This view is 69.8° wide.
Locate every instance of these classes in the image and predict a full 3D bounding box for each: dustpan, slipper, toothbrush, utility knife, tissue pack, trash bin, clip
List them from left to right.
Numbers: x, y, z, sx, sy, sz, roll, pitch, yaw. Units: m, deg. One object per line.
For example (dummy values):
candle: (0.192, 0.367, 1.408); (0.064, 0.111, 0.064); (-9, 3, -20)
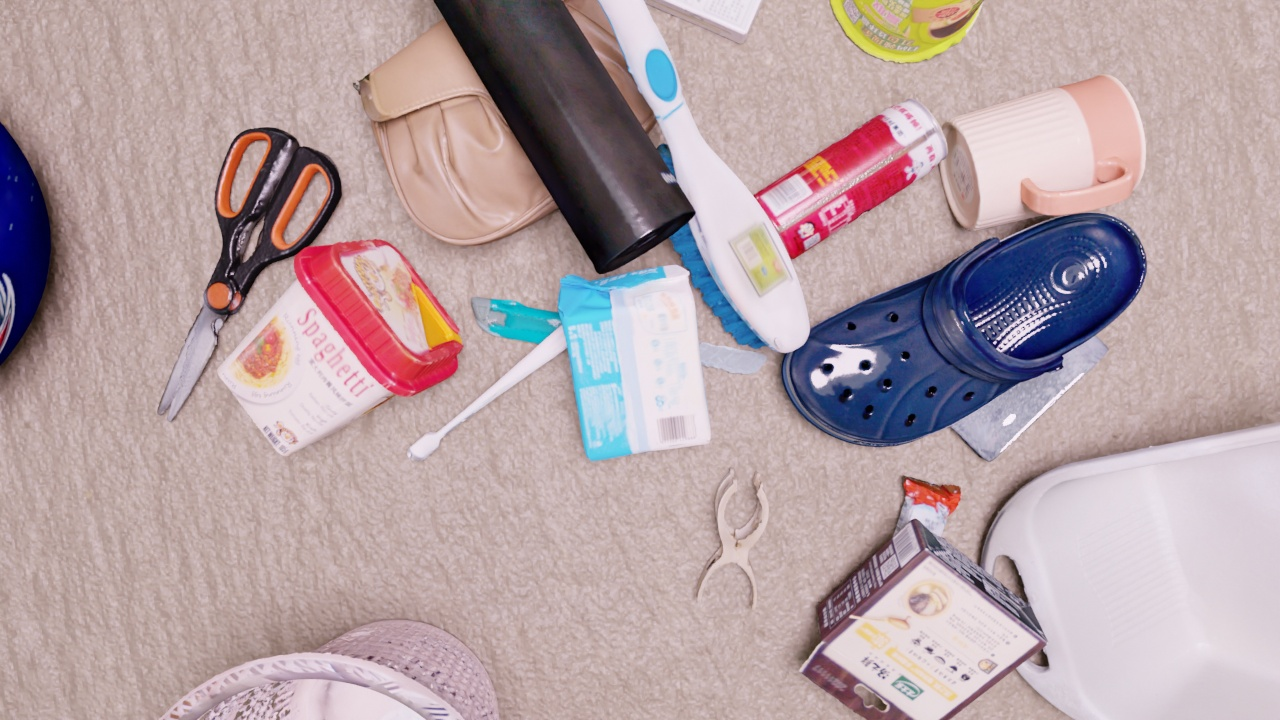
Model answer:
trash bin: (-0.179, 0.269, 0.593); (0.227, 0.192, 0.227); (0, 93, 1)
toothbrush: (-0.097, 0.015, 0.662); (0.180, 0.016, 0.016); (-38, 105, 6)
utility knife: (-0.017, -0.017, 0.666); (0.219, 0.013, 0.029); (9, 97, 0)
tissue pack: (-0.004, 0.004, 0.629); (0.090, 0.063, 0.140); (-9, 115, 1)
clip: (0.070, 0.130, 0.663); (0.074, 0.034, 0.100); (10, 98, 0)
slipper: (0.221, -0.018, 0.610); (0.253, 0.095, 0.105); (-26, 85, 3)
dustpan: (0.360, 0.155, 0.582); (0.142, 0.258, 0.222); (-20, 93, -22)

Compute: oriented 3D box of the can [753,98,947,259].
can: (0.142, -0.125, 0.637); (0.133, 0.053, 0.053); (-33, 92, 2)

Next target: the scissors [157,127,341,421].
scissors: (-0.307, -0.065, 0.669); (0.235, 0.021, 0.139); (-41, 84, 7)

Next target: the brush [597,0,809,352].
brush: (0.027, -0.132, 0.572); (0.060, 0.109, 0.314); (-33, 109, -4)

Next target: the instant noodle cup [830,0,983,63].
instant noodle cup: (0.190, -0.266, 0.594); (0.112, 0.123, 0.111); (0, 93, 1)

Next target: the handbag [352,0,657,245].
handbag: (-0.083, -0.173, 0.615); (0.204, 0.100, 0.148); (-37, 97, -2)

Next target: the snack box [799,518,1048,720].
snack box: (0.192, 0.192, 0.637); (0.113, 0.053, 0.126); (37, 112, -9)

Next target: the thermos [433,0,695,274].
thermos: (-0.064, -0.167, 0.526); (0.069, 0.089, 0.242); (-33, 90, 23)

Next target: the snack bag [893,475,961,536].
snack bag: (0.198, 0.135, 0.663); (0.045, 0.026, 0.105); (17, 95, -5)

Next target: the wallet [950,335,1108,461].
wallet: (0.259, -0.001, 0.661); (0.121, 0.019, 0.097); (-45, 89, 4)

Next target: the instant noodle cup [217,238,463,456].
instant noodle cup: (-0.206, -0.006, 0.627); (0.124, 0.116, 0.116); (-36, 92, 15)

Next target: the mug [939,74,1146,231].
mug: (0.268, -0.129, 0.608); (0.106, 0.114, 0.082); (-14, 126, 4)

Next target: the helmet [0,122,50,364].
helmet: (-0.528, -0.053, 0.559); (0.315, 0.247, 0.240); (-36, 126, 0)

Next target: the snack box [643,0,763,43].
snack box: (0.019, -0.294, 0.644); (0.157, 0.027, 0.085); (23, 94, 0)
